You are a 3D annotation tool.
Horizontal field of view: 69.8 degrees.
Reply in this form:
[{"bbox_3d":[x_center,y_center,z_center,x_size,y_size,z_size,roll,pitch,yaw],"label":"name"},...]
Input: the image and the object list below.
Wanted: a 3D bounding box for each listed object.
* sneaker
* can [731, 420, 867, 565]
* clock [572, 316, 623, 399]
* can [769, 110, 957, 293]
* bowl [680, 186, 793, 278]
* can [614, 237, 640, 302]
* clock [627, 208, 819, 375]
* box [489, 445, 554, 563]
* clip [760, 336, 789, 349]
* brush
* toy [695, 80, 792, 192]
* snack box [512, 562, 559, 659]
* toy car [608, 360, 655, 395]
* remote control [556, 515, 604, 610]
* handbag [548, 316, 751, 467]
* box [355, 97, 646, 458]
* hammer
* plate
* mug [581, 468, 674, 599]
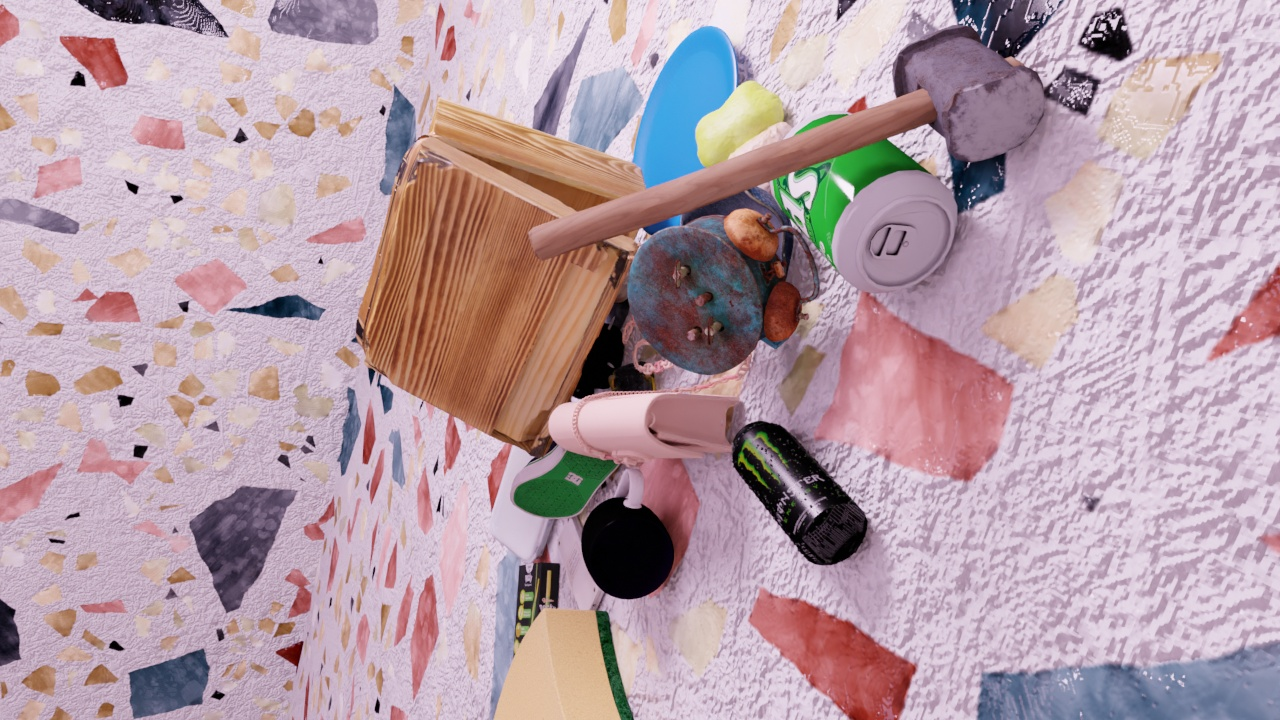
[{"bbox_3d":[-0.079,0.114,1.069,0.236,0.084,0.078,-45,21,47],"label":"sneaker"},{"bbox_3d":[0.116,0.096,0.689,0.137,0.054,0.054,52,128,57],"label":"can"},{"bbox_3d":[-0.062,-0.004,1.106,0.121,0.042,0.091,-35,50,56],"label":"clock"},{"bbox_3d":[0.154,-0.114,0.648,0.088,0.087,0.139,-66,29,28],"label":"can"},{"bbox_3d":[0.091,-0.110,0.792,0.110,0.055,0.110,24,131,32],"label":"bowl"},{"bbox_3d":[-0.036,-0.114,1.092,0.086,0.043,0.086,-33,52,57],"label":"can"},{"bbox_3d":[0.064,-0.056,0.721,0.158,0.073,0.121,-15,101,38],"label":"clock"},{"bbox_3d":[-0.151,0.140,1.220,0.186,0.084,0.211,48,123,52],"label":"box"},{"bbox_3d":[0.071,-0.071,0.777,0.121,0.033,0.119,12,119,38],"label":"clip"},{"bbox_3d":[-0.073,0.405,0.942,0.195,0.075,0.250,-67,28,26],"label":"brush"},{"bbox_3d":[0.097,-0.197,0.835,0.092,0.046,0.115,-38,55,21],"label":"toy"},{"bbox_3d":[-0.132,0.331,1.150,0.080,0.025,0.147,-28,56,59],"label":"snack box"},{"bbox_3d":[-0.005,0.048,0.971,0.030,0.049,0.106,59,-158,-55],"label":"toy car"},{"bbox_3d":[-0.071,0.239,1.073,0.050,0.011,0.135,-68,28,23],"label":"remote control"},{"bbox_3d":[-0.004,0.005,0.862,0.199,0.116,0.187,-9,75,53],"label":"handbag"},{"bbox_3d":[-0.158,-0.082,0.951,0.220,0.258,0.280,-96,28,-51],"label":"box"},{"bbox_3d":[0.085,-0.127,0.587,0.098,0.328,0.052,-106,-5,-51],"label":"hammer"},{"bbox_3d":[0.050,-0.240,0.981,0.225,0.024,0.224,-34,51,57],"label":"plate"},{"bbox_3d":[-0.016,0.161,0.903,0.100,0.085,0.119,-142,59,-75],"label":"mug"}]
